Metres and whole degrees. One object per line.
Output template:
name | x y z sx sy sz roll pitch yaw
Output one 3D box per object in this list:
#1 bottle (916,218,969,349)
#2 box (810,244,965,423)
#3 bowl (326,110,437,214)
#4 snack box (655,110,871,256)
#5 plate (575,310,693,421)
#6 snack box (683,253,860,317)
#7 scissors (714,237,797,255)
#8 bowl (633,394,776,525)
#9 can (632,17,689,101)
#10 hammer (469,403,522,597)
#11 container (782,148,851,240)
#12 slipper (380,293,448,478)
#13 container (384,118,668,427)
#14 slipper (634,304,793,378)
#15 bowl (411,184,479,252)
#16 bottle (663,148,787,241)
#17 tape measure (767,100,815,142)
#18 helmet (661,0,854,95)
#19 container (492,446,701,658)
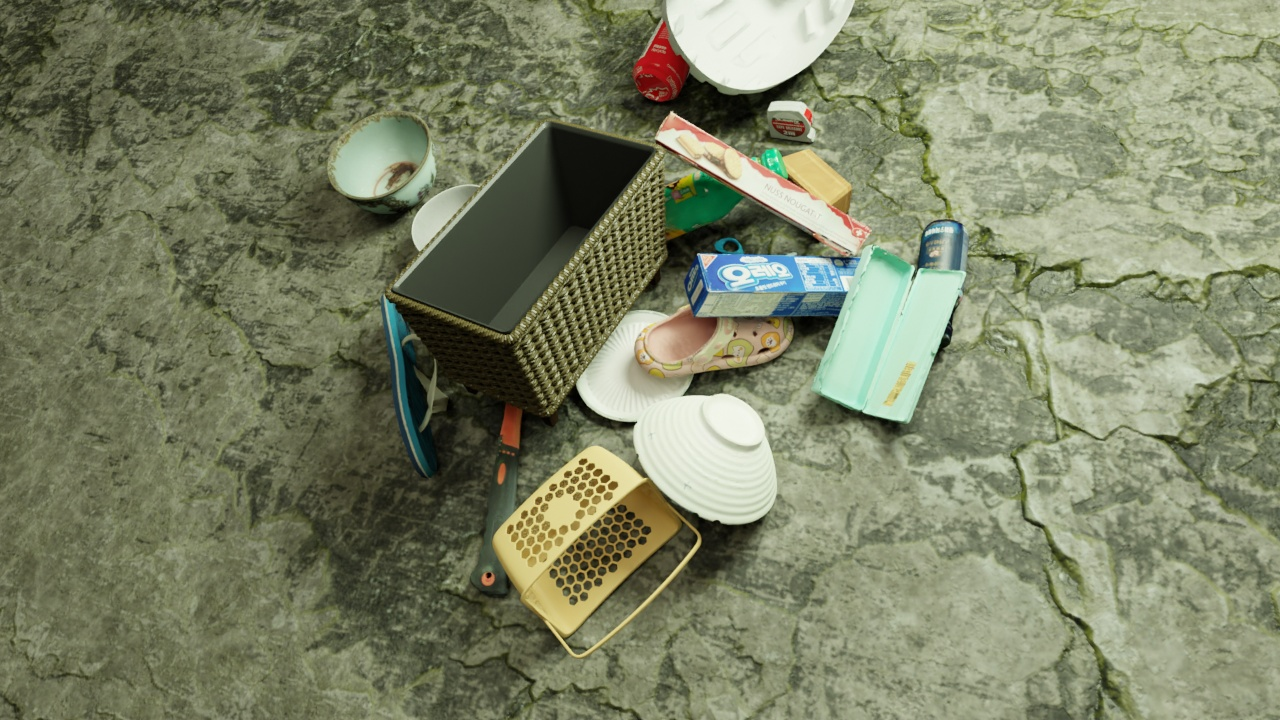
bottle | 0.355 -0.091 1.088 0.056 0.056 0.160 7 65 17
box | 0.278 -0.032 1.036 0.110 0.078 0.187 17 83 51
bowl | -0.364 -0.274 1.345 0.160 0.094 0.159 -6 62 11
snack box | 0.142 -0.207 1.095 0.273 0.076 0.044 30 98 -2
plate | -0.007 0.007 1.152 0.157 0.014 0.156 -6 62 11
snack box | 0.166 -0.087 1.077 0.226 0.060 0.059 -2 60 -21
scissors | 0.138 -0.109 1.180 0.127 0.014 0.128 30 70 22
bowl | 0.086 0.086 0.997 0.177 0.071 0.177 19 37 -15
can | 0.046 -0.453 1.347 0.074 0.074 0.142 17 68 22
hammer | -0.163 0.122 1.124 0.133 0.033 0.332 -1 64 13
container | 0.220 -0.221 1.191 0.061 0.063 0.114 -32 59 -13
slipper | -0.277 0.025 1.160 0.060 0.118 0.294 -16 52 -8
container | -0.108 -0.096 1.092 0.176 0.205 0.320 20 58 25
slipper | 0.087 -0.041 1.106 0.197 0.082 0.093 -13 59 -3
bowl | -0.245 -0.173 1.277 0.132 0.064 0.131 -6 60 10
bottle | 0.086 -0.212 1.184 0.210 0.068 0.068 -20 58 22
tape measure | 0.205 -0.327 1.249 0.060 0.062 0.020 14 67 24
helmet | 0.151 -0.482 1.260 0.224 0.184 0.281 42 62 -6
container | -0.045 0.207 0.992 0.183 0.129 0.167 -42 52 -10
